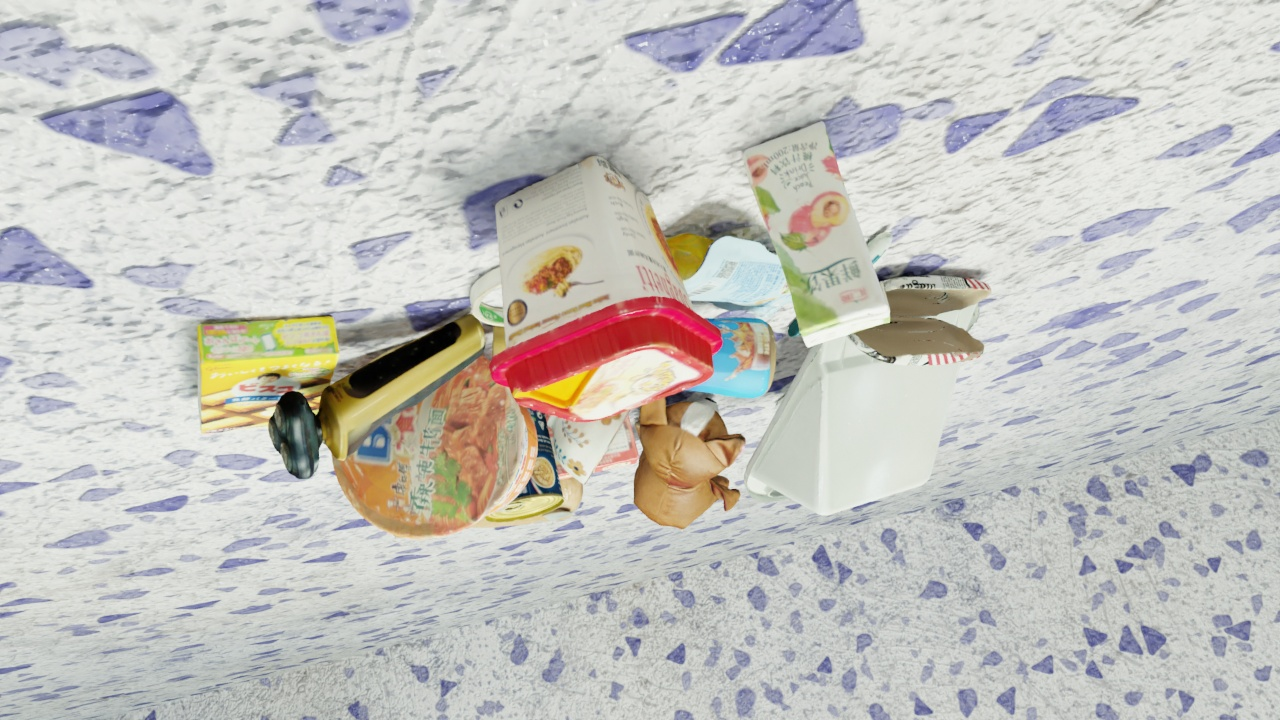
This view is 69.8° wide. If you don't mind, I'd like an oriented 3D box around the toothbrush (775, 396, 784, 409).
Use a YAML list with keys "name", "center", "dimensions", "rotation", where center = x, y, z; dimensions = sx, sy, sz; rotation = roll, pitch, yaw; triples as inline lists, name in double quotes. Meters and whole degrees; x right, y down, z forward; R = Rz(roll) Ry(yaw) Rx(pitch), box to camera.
- name: "toothbrush"
  center: [0.200, 0.024, 1.047]
  dimensions: [0.020, 0.029, 0.190]
  rotation: [33, 151, -5]

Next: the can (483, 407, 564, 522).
- name: "can"
  center: [-0.119, 0.087, 0.861]
  dimensions: [0.075, 0.111, 0.075]
  rotation: [-13, 159, -5]

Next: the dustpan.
- name: "dustpan"
  center: [0.213, 0.057, 0.977]
  dimensions: [0.222, 0.258, 0.143]
  rotation: [-10, -158, -32]

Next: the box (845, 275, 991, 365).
- name: "box"
  center: [0.256, -0.047, 0.834]
  dimensions: [0.162, 0.076, 0.088]
  rotation: [-3, 123, -31]

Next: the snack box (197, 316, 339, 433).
- name: "snack box"
  center: [-0.272, 0.013, 0.663]
  dimensions: [0.086, 0.033, 0.141]
  rotation: [-5, 157, -28]

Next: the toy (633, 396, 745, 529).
- name: "toy"
  center: [0.052, 0.103, 1.022]
  dimensions: [0.140, 0.130, 0.200]
  rotation: [22, 152, 12]

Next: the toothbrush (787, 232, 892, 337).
- name: "toothbrush"
  center: [0.170, -0.061, 0.789]
  dimensions: [0.018, 0.016, 0.192]
  rotation: [-18, 164, -22]

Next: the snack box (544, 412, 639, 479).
- name: "snack box"
  center: [-0.084, 0.082, 0.921]
  dimensions: [0.153, 0.075, 0.025]
  rotation: [-12, 161, -7]

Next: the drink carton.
- name: "drink carton"
  center: [0.104, -0.073, 0.545]
  dimensions: [0.053, 0.122, 0.045]
  rotation: [-19, 162, 12]

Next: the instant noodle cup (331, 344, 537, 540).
- name: "instant noodle cup"
  center: [-0.154, 0.067, 0.739]
  dimensions: [0.151, 0.151, 0.111]
  rotation: [-16, 169, 5]

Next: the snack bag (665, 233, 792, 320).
- name: "snack bag"
  center: [0.079, -0.060, 0.694]
  dimensions: [0.190, 0.038, 0.111]
  rotation: [4, 155, -46]

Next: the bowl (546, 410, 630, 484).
- name: "bowl"
  center: [-0.047, 0.052, 0.854]
  dimensions: [0.062, 0.113, 0.114]
  rotation: [31, 153, -1]

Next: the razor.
- name: "razor"
  center: [-0.185, 0.018, 0.654]
  dimensions: [0.167, 0.062, 0.068]
  rotation: [-33, 140, -15]

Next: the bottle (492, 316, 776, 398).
- name: "bottle"
  center: [-0.006, -0.007, 0.720]
  dimensions: [0.218, 0.065, 0.065]
  rotation: [3, 158, -9]

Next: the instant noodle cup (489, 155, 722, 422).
- name: "instant noodle cup"
  center: [-0.027, -0.040, 0.542]
  dimensions: [0.117, 0.124, 0.116]
  rotation: [-22, 159, 20]

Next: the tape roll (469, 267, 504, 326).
- name: "tape roll"
  center: [-0.079, -0.048, 0.654]
  dimensions: [0.086, 0.014, 0.086]
  rotation: [-13, 161, -4]

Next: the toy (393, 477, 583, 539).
- name: "toy"
  center: [-0.178, 0.161, 1.076]
  dimensions: [0.225, 0.082, 0.144]
  rotation: [-6, 151, -14]
